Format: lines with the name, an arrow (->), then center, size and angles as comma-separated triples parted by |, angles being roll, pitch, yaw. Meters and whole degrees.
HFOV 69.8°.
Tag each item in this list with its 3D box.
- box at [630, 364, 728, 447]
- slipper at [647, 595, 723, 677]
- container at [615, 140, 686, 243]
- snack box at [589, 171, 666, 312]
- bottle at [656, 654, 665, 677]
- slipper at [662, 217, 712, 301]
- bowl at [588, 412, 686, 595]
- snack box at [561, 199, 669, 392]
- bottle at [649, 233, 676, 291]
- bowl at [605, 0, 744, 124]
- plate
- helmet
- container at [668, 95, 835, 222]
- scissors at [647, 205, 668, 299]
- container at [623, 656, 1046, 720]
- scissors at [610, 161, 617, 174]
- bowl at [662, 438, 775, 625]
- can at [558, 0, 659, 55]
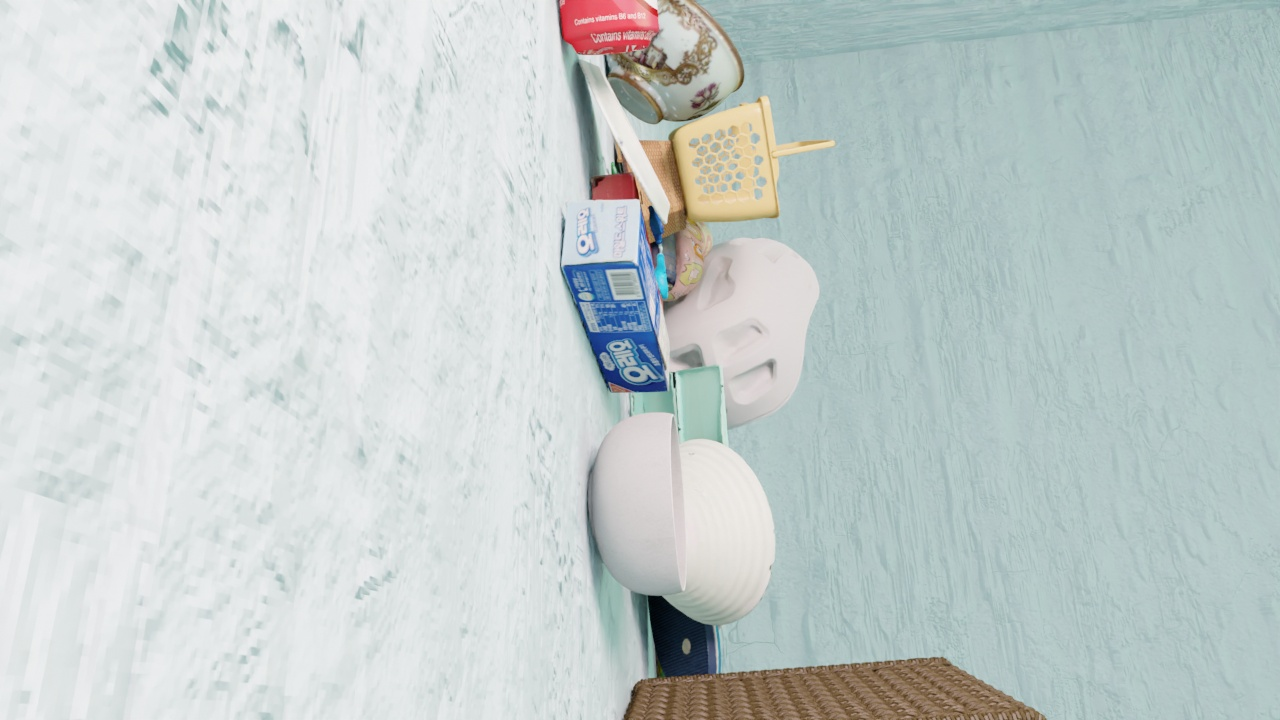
box -> 0.043, 0.102, 0.924 | 0.033, 0.136, 0.186 | 1, 84, -45
slipper -> 0.053, 0.216, 0.986 | 0.118, 0.060, 0.294 | -37, -129, 49
container -> 0.012, -0.188, 1.007 | 0.063, 0.061, 0.113 | 76, 4, -67
snack box -> -0.005, -0.081, 0.905 | 0.273, 0.044, 0.076 | 72, 15, -67
bottle -> 0.048, 0.274, 1.061 | 0.068, 0.068, 0.209 | 36, 50, -82
slipper -> 0.046, -0.146, 1.151 | 0.093, 0.081, 0.197 | -56, -148, 34
bowl -> -0.003, 0.107, 0.684 | 0.131, 0.064, 0.132 | -3, 88, -84
snack box -> -0.014, -0.042, 0.726 | 0.226, 0.059, 0.059 | 72, 18, -64
bottle -> 0.011, -0.157, 1.063 | 0.056, 0.056, 0.160 | 65, 21, -74
bowl -> 0.020, -0.311, 0.976 | 0.094, 0.160, 0.160 | -51, 166, -7
plate -> -0.010, -0.190, 0.796 | 0.157, 0.014, 0.156 | 61, 8, -15
helmet -> 0.120, -0.054, 1.206 | 0.184, 0.225, 0.281 | 57, 46, -23
container -> 0.123, -0.222, 1.020 | 0.183, 0.167, 0.129 | -96, 175, -77
scissors -> 0.019, -0.120, 0.895 | 0.133, 0.015, 0.104 | -85, 168, -60
container -> 0.142, 0.354, 0.763 | 0.205, 0.321, 0.176 | 178, -92, -90
scissors -> -0.022, -0.147, 0.960 | 0.131, 0.014, 0.070 | 81, 6, -46
bowl -> 0.036, 0.164, 0.858 | 0.070, 0.178, 0.177 | 0, 84, -41
can -> -0.028, -0.308, 0.689 | 0.074, 0.074, 0.142 | -71, 156, -75
